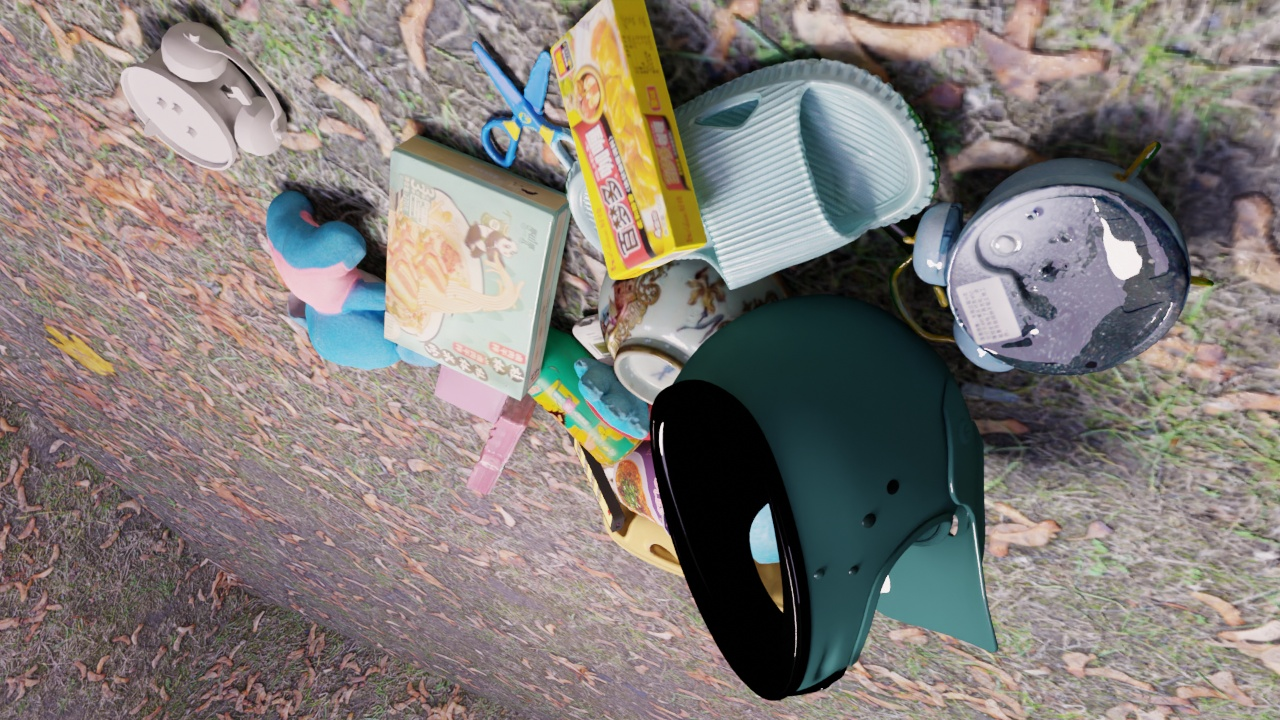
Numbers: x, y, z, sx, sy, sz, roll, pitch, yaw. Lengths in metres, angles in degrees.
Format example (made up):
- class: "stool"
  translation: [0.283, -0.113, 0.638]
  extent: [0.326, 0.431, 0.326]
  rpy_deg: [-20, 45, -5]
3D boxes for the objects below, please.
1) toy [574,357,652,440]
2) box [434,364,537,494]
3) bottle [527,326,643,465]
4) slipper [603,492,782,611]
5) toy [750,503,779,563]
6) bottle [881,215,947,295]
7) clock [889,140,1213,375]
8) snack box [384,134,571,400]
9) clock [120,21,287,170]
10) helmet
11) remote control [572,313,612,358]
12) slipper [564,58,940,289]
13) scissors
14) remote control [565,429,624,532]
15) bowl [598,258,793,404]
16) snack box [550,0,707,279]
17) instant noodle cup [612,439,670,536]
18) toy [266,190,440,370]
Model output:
- class: "toy"
  translation: [-0.013, 0.030, 0.774]
  extent: [0.092, 0.062, 0.133]
  rpy_deg: [31, -177, 16]
- class: "box"
  translation: [-0.180, 0.050, 0.987]
  extent: [0.115, 0.106, 0.233]
  rpy_deg: [23, 152, -7]
- class: "bottle"
  translation: [-0.081, 0.007, 0.863]
  extent: [0.209, 0.067, 0.068]
  rpy_deg: [46, 146, -14]
- class: "slipper"
  translation: [0.082, 0.181, 0.953]
  extent: [0.263, 0.099, 0.078]
  rpy_deg: [24, 136, 26]
- class: "toy"
  translation: [0.143, 0.108, 0.787]
  extent: [0.183, 0.114, 0.181]
  rpy_deg: [15, 153, -36]
- class: "bottle"
  translation: [0.190, -0.062, 0.573]
  extent: [0.123, 0.032, 0.033]
  rpy_deg: [35, 149, -10]
- class: "clock"
  translation: [0.217, -0.049, 0.511]
  extent: [0.162, 0.059, 0.118]
  rpy_deg: [-16, 117, 34]
- class: "snack box"
  translation: [-0.141, -0.073, 0.766]
  extent: [0.141, 0.044, 0.194]
  rpy_deg: [24, 129, 10]
- class: "clock"
  translation: [-0.364, -0.218, 0.769]
  extent: [0.159, 0.060, 0.120]
  rpy_deg: [2, 140, 39]
- class: "helmet"
  translation: [0.136, 0.089, 0.616]
  extent: [0.177, 0.199, 0.275]
  rpy_deg: [1, 108, 60]
- class: "remote control"
  translation: [-0.005, 0.005, 0.843]
  extent: [0.050, 0.022, 0.133]
  rpy_deg: [-9, 133, 47]
- class: "slipper"
  translation: [0.045, -0.106, 0.573]
  extent: [0.277, 0.069, 0.116]
  rpy_deg: [-6, 117, 43]
- class: "scissors"
  translation: [-0.074, -0.169, 0.650]
  extent: [0.123, 0.016, 0.126]
  rpy_deg: [26, 149, -5]
- class: "remote control"
  translation: [-0.050, 0.113, 0.964]
  extent: [0.058, 0.013, 0.133]
  rpy_deg: [99, 148, -66]
- class: "bowl"
  translation: [0.031, -0.019, 0.708]
  extent: [0.160, 0.093, 0.160]
  rpy_deg: [21, 149, 13]
- class: "snack box"
  translation: [-0.009, -0.130, 0.550]
  extent: [0.075, 0.025, 0.152]
  rpy_deg: [-15, 89, 57]
- class: "instant noodle cup"
  translation: [0.035, 0.119, 0.891]
  extent: [0.122, 0.136, 0.122]
  rpy_deg: [1, 114, 53]
- class: "toy"
  translation: [-0.284, -0.065, 0.898]
  extent: [0.224, 0.098, 0.192]
  rpy_deg: [21, 144, 30]
